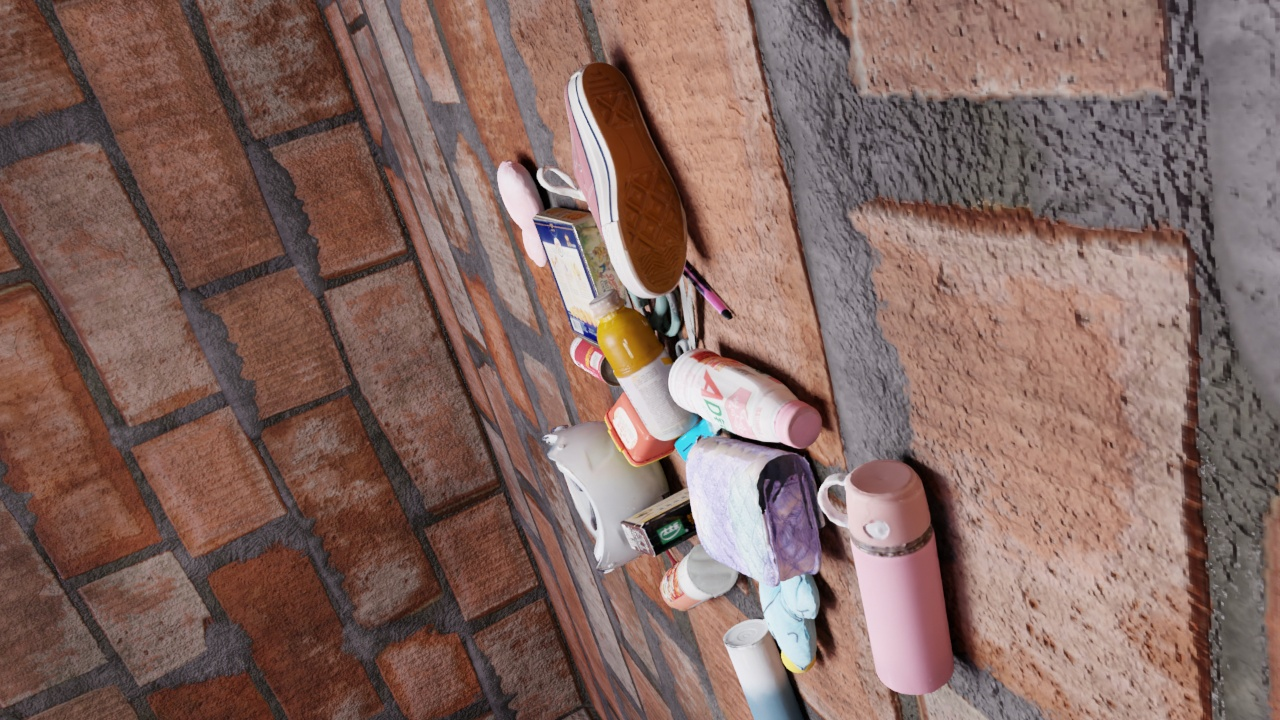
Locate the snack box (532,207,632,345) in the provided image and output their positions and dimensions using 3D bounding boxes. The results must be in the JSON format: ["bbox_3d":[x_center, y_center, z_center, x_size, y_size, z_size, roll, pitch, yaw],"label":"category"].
[{"bbox_3d":[-0.074,-0.111,1.239,0.178,0.045,0.182,27,138,64],"label":"snack box"}]

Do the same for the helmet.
[{"bbox_3d":[-0.038,0.184,1.356,0.259,0.146,0.229,116,131,-82],"label":"helmet"}]

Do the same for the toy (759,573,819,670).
[{"bbox_3d":[0.165,0.269,1.026,0.156,0.049,0.161,126,127,-71],"label":"toy"}]

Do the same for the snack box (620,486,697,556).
[{"bbox_3d":[0.044,0.204,1.189,0.053,0.113,0.126,66,164,-3],"label":"snack box"}]

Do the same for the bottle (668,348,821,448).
[{"bbox_3d":[0.100,0.039,0.892,0.197,0.068,0.068,25,137,59],"label":"bottle"}]

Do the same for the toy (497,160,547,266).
[{"bbox_3d":[-0.171,-0.221,1.368,0.121,0.054,0.159,-133,25,-64],"label":"toy"}]

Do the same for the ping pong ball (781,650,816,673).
[{"bbox_3d":[0.186,0.346,1.077,0.040,0.040,0.040,55,160,31],"label":"ping pong ball"}]

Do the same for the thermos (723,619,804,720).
[{"bbox_3d":[0.174,0.453,1.213,0.220,0.070,0.070,70,163,-11],"label":"thermos"}]

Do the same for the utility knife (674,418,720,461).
[{"bbox_3d":[0.076,0.087,1.104,0.034,0.018,0.205,63,161,12],"label":"utility knife"}]

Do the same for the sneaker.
[{"bbox_3d":[-0.027,-0.172,0.922,0.088,0.118,0.241,-22,86,56],"label":"sneaker"}]

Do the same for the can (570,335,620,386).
[{"bbox_3d":[-0.057,-0.003,1.318,0.133,0.053,0.053,27,138,64],"label":"can"}]

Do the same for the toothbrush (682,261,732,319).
[{"bbox_3d":[0.043,-0.099,0.963,0.189,0.014,0.018,53,168,36],"label":"toothbrush"}]

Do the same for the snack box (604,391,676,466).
[{"bbox_3d":[0.005,0.081,1.207,0.091,0.081,0.080,58,152,22],"label":"snack box"}]

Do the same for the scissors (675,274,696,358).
[{"bbox_3d":[0.060,-0.024,0.997,0.150,0.014,0.171,64,165,3],"label":"scissors"}]

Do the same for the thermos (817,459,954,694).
[{"bbox_3d":[0.200,0.175,0.746,0.087,0.067,0.199,-1,120,33],"label":"thermos"}]

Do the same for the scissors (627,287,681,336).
[{"bbox_3d":[0.016,-0.064,1.082,0.176,0.019,0.175,37,146,56],"label":"scissors"}]

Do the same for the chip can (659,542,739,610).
[{"bbox_3d":[0.080,0.308,1.295,0.071,0.071,0.215,61,163,15],"label":"chip can"}]

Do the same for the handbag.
[{"bbox_3d":[0.117,0.152,0.964,0.194,0.075,0.134,-175,73,-70],"label":"handbag"}]

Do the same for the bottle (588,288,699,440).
[{"bbox_3d":[0.001,0.004,1.084,0.189,0.068,0.068,60,165,-15],"label":"bottle"}]

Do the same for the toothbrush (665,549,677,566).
[{"bbox_3d":[0.026,0.289,1.526,0.187,0.016,0.017,53,169,35],"label":"toothbrush"}]
